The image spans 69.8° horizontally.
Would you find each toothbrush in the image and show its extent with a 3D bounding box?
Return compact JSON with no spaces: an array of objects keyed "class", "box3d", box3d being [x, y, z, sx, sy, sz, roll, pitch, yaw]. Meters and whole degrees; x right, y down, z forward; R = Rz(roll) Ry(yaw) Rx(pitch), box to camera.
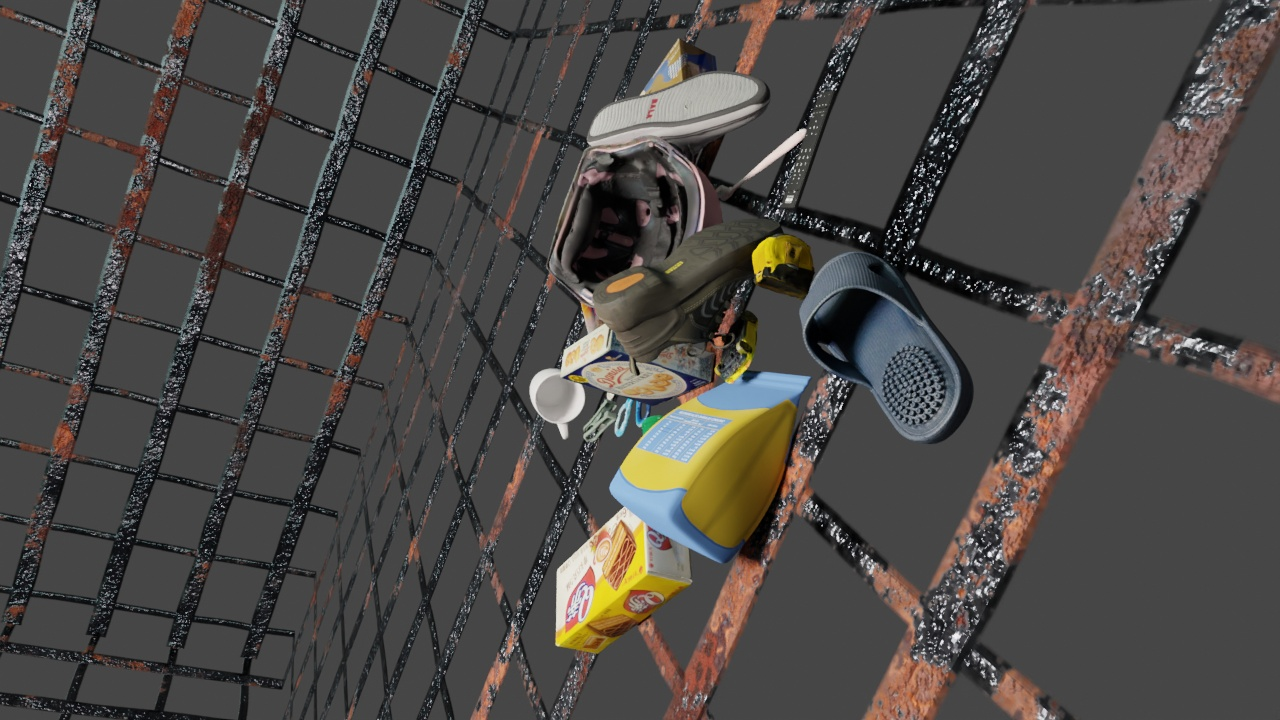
[{"class":"toothbrush","box3d":[0.147,-0.242,1.141,0.182,0.018,0.015,-30,48,56]}]

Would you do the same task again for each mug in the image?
[{"class":"mug","box3d":[-0.135,0.069,1.477,0.088,0.081,0.114,-151,49,-72]}]

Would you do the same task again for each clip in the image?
[{"class":"clip","box3d":[-0.059,0.097,1.346,0.078,0.023,0.049,-56,28,28]}]

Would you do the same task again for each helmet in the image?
[{"class":"helmet","box3d":[0.010,-0.161,1.203,0.256,0.152,0.230,9,83,42]}]

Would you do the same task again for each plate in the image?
[{"class":"plate","box3d":[-0.075,-0.126,1.395,0.186,0.016,0.187,-87,-13,-64]}]

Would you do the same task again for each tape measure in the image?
[{"class":"tape measure","box3d":[0.153,-0.104,0.971,0.037,0.065,0.064,-38,39,57]}]

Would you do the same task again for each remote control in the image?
[{"class":"remote control","box3d":[0.192,-0.240,1.050,0.030,0.009,0.140,24,95,66]}]

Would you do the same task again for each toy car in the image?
[{"class":"toy car","box3d":[0.112,-0.017,1.035,0.049,0.030,0.106,-50,15,38]}]

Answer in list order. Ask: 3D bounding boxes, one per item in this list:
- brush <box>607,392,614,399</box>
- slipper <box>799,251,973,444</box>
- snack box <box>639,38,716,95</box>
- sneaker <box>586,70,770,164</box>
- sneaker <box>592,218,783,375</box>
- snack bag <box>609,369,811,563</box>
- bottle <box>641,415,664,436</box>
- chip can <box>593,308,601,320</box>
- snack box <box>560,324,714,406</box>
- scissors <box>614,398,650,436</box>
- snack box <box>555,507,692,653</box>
[{"class":"brush","box3d":[-0.016,-0.046,1.363,0.033,0.012,0.217,10,84,65]},{"class":"slipper","box3d":[0.196,-0.029,0.811,0.101,0.082,0.263,-59,27,22]},{"class":"snack box","box3d":[0.037,-0.353,1.389,0.203,0.069,0.154,-47,35,44]},{"class":"sneaker","box3d":[0.063,-0.304,1.248,0.264,0.129,0.096,-9,53,30]},{"class":"sneaker","box3d":[0.074,-0.058,1.031,0.101,0.237,0.143,36,150,59]},{"class":"snack bag","box3d":[0.082,0.094,0.970,0.205,0.102,0.159,-53,21,-13]},{"class":"bottle","box3d":[0.021,0.124,1.129,0.043,0.043,0.110,-42,38,48]},{"class":"chip can","box3d":[-0.036,-0.156,1.376,0.073,0.073,0.232,-51,28,39]},{"class":"snack box","box3d":[-0.007,0.007,1.141,0.145,0.145,0.042,-28,49,58]},{"class":"scissors","box3d":[-0.001,0.041,1.275,0.114,0.013,0.140,2,73,65]},{"class":"snack box","box3d":[-0.026,0.262,1.110,0.231,0.061,0.109,-48,34,42]}]
